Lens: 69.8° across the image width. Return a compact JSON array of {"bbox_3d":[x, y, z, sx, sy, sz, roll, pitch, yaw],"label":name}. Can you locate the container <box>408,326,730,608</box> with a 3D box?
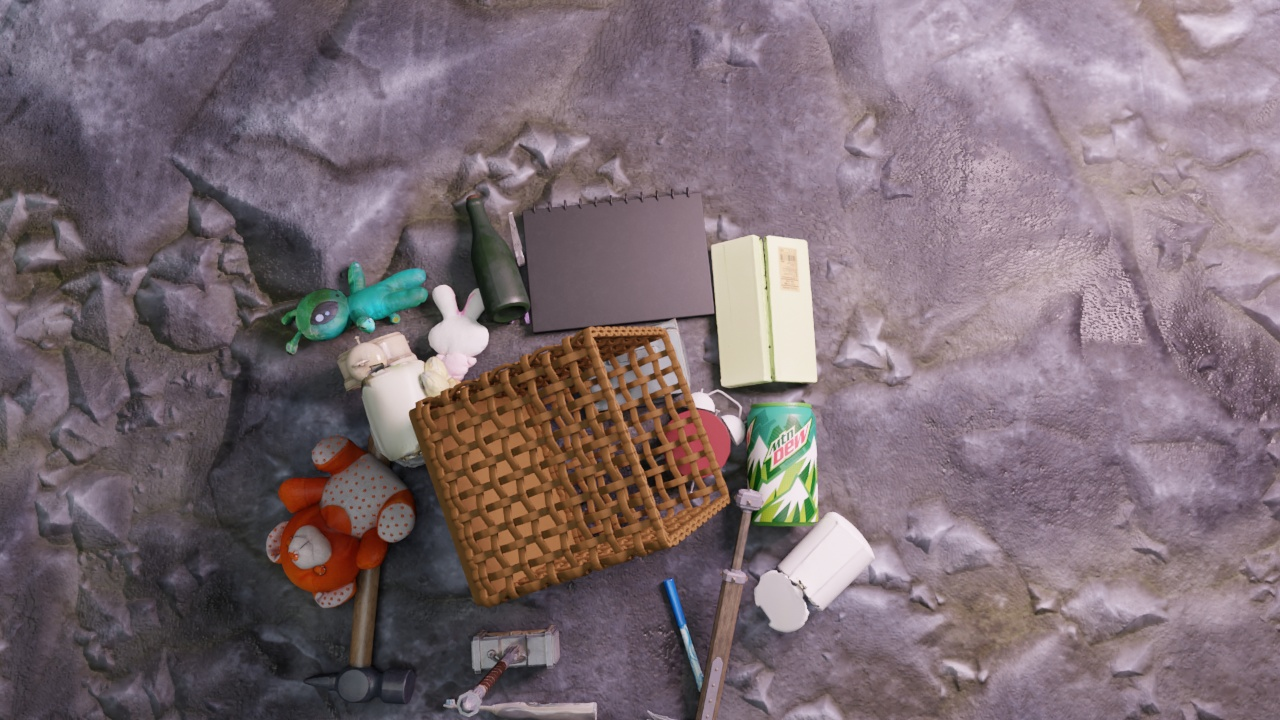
[{"bbox_3d":[-0.066,0.105,0.995,0.214,0.251,0.219,-22,85,18],"label":"container"}]

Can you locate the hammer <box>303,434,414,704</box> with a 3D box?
[{"bbox_3d":[-0.333,0.250,1.123,0.129,0.040,0.321,2,82,6],"label":"hammer"}]

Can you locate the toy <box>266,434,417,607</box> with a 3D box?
[{"bbox_3d":[-0.355,0.192,1.072,0.164,0.093,0.172,38,89,13],"label":"toy"}]

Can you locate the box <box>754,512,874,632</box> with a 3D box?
[{"bbox_3d":[0.200,0.254,1.083,0.160,0.091,0.081,-45,76,-2],"label":"box"}]

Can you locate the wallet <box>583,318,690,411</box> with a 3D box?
[{"bbox_3d":[-0.007,0.007,1.142,0.132,0.054,0.100,-14,81,4],"label":"wallet"}]

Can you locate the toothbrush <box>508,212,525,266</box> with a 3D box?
[{"bbox_3d":[-0.149,-0.146,1.096,0.010,0.182,0.010,-17,79,-7],"label":"toothbrush"}]

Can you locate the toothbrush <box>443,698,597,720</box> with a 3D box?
[{"bbox_3d":[-0.145,0.420,1.102,0.185,0.022,0.024,1,80,3],"label":"toothbrush"}]

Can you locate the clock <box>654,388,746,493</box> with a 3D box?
[{"bbox_3d":[0.074,0.095,1.128,0.087,0.044,0.124,36,85,5],"label":"clock"}]

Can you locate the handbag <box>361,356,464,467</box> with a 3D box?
[{"bbox_3d":[-0.258,0.062,1.079,0.123,0.172,0.112,-22,83,-13],"label":"handbag"}]

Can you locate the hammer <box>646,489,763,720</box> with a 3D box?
[{"bbox_3d":[0.103,0.304,1.072,0.147,0.028,0.317,10,97,2],"label":"hammer"}]

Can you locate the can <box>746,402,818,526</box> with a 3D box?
[{"bbox_3d":[0.170,0.125,1.103,0.083,0.083,0.144,0,82,1],"label":"can"}]

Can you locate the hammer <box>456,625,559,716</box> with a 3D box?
[{"bbox_3d":[-0.150,0.326,0.962,0.098,0.322,0.044,-4,82,0],"label":"hammer"}]

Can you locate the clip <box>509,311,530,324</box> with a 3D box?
[{"bbox_3d":[-0.150,-0.067,1.172,0.045,0.014,0.050,29,86,5],"label":"clip"}]

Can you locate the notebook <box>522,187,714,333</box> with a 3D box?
[{"bbox_3d":[-0.030,-0.129,1.174,0.231,0.019,0.169,-6,83,0],"label":"notebook"}]

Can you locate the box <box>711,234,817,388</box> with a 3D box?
[{"bbox_3d":[0.155,-0.062,1.144,0.133,0.061,0.188,-1,82,-1],"label":"box"}]

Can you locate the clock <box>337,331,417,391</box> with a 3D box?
[{"bbox_3d":[-0.323,-0.002,1.103,0.093,0.141,0.054,-23,92,-2],"label":"clock"}]

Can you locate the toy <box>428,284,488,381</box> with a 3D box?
[{"bbox_3d":[-0.229,-0.033,1.155,0.076,0.037,0.125,2,76,-4],"label":"toy"}]

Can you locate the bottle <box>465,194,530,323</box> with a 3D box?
[{"bbox_3d":[-0.189,-0.134,1.160,0.055,0.055,0.174,-20,71,-2],"label":"bottle"}]

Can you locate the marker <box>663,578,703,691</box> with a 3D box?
[{"bbox_3d":[0.056,0.334,1.113,0.013,0.013,0.141,-18,82,-1],"label":"marker"}]

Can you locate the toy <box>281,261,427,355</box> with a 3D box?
[{"bbox_3d":[-0.359,-0.063,1.150,0.193,0.072,0.130,-17,44,-4],"label":"toy"}]
